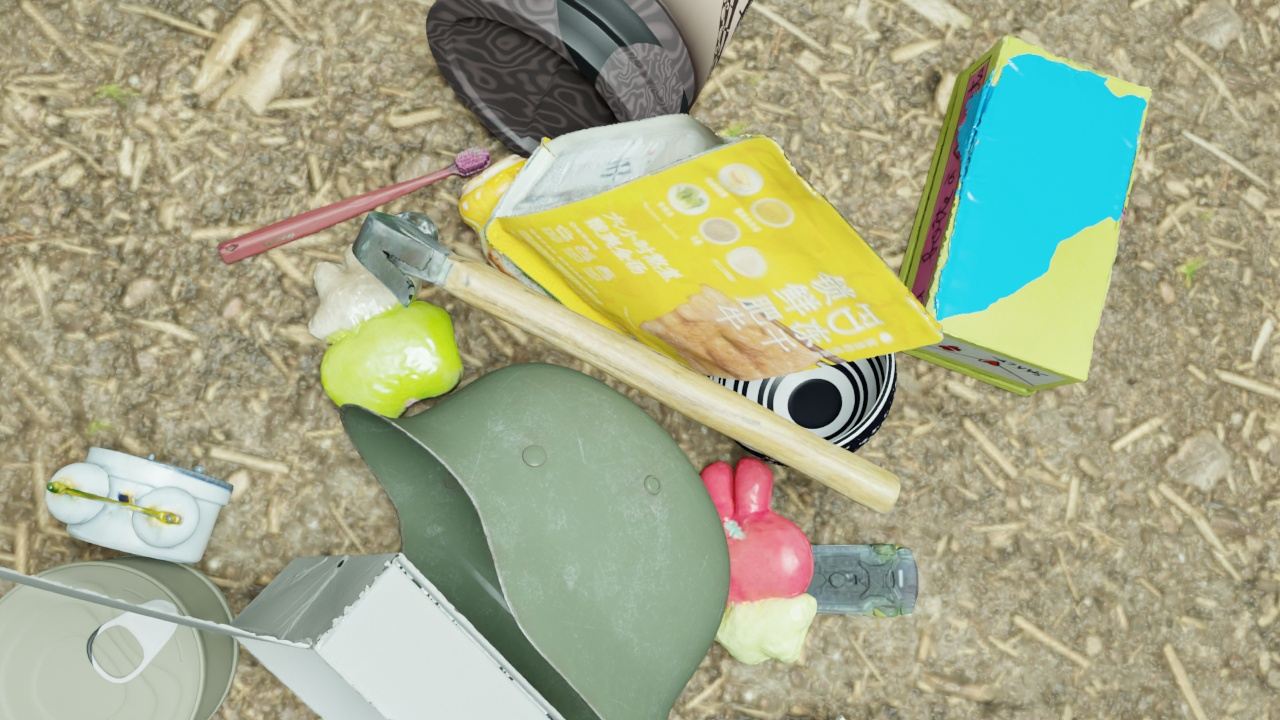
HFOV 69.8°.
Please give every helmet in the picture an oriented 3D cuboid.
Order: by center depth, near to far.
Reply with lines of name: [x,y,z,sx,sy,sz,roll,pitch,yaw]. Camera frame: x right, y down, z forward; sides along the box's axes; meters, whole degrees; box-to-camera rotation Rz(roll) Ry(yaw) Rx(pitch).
helmet: [-0.046,0.096,0.528,0.268,0.228,0.153,48,64,-9]

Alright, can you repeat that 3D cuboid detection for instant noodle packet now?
instant noodle packet: [0.040,-0.060,0.512,0.163,0.222,0.084,41,69,-32]

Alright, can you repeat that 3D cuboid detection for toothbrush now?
toothbrush: [-0.190,-0.106,0.618,0.189,0.016,0.016,-22,87,-9]

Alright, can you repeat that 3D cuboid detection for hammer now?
hammer: [-0.003,0.003,0.510,0.330,0.132,0.033,27,97,-6]

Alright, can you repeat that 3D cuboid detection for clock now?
clock: [-0.291,0.082,0.535,0.083,0.118,0.057,16,75,-5]

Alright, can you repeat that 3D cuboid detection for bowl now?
bowl: [0.110,0.018,0.606,0.120,0.066,0.120,-10,62,19]

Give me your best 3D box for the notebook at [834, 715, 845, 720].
notebook: [0.129,0.346,0.554,0.153,0.012,0.208,-38,86,-4]

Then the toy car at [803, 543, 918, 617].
toy car: [0.132,0.146,0.617,0.105,0.033,0.048,0,85,7]

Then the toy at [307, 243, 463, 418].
toy: [-0.172,-0.019,0.597,0.092,0.043,0.118,-30,85,-7]

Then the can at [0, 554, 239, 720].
can: [-0.312,0.180,0.542,0.127,0.073,0.127,1,83,-6]

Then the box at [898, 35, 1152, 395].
box: [0.262,-0.099,0.641,0.124,0.079,0.220,17,79,-5]

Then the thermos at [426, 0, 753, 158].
thermos: [-0.004,-0.245,0.585,0.172,0.173,0.225,34,74,-2]

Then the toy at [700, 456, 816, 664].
toy: [0.069,0.129,0.594,0.092,0.045,0.135,-23,69,30]

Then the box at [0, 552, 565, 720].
box: [-0.215,0.112,0.442,0.418,0.167,0.108,39,58,-23]

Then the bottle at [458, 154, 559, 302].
bottle: [-0.071,-0.078,0.605,0.063,0.063,0.109,-34,98,-9]
